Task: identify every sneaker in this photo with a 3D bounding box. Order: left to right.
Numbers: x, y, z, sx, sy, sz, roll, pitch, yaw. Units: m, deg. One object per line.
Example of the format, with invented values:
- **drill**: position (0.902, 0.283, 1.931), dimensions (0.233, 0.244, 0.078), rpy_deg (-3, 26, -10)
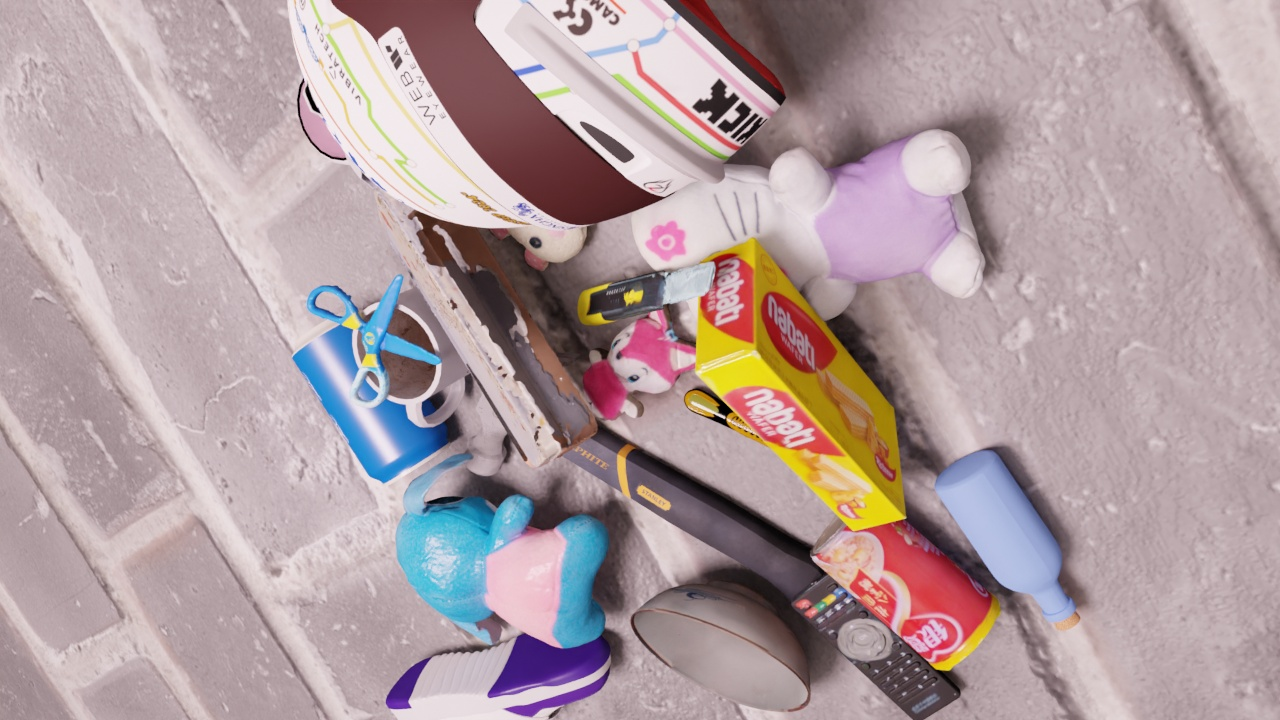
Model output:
- **sneaker**: position (-0.120, 0.327, 0.856), dimensions (0.245, 0.091, 0.111), rpy_deg (-20, 104, 27)

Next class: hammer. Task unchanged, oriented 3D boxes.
- **hammer**: position (0.003, 0.104, 0.748), dimensions (0.312, 0.035, 0.140), rpy_deg (30, 117, 12)

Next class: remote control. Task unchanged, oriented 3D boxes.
- **remote control**: position (0.179, 0.217, 0.701), dimensions (0.140, 0.021, 0.045), rpy_deg (43, 113, -6)

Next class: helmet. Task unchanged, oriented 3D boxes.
- **helmet**: position (-0.085, -0.193, 0.550), dimensions (0.236, 0.230, 0.314), rpy_deg (-37, 69, 22)

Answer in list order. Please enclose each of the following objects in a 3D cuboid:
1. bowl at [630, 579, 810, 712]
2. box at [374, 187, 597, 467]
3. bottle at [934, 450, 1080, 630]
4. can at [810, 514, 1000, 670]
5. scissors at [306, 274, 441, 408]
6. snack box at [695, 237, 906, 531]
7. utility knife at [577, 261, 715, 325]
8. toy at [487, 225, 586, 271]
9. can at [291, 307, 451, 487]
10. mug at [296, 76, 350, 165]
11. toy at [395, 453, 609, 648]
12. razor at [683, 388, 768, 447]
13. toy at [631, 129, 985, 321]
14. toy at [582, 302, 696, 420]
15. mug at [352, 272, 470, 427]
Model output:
- **bowl**: position (0.071, 0.217, 0.732), dimensions (0.151, 0.056, 0.151), rpy_deg (20, 146, 14)
- **box**: position (-0.113, -0.023, 0.664), dimensions (0.071, 0.157, 0.216), rpy_deg (-32, 86, -3)
- **bottle**: position (0.257, 0.127, 0.628), dimensions (0.048, 0.047, 0.131), rpy_deg (-33, 93, 31)
- **can**: position (0.188, 0.157, 0.660), dimensions (0.124, 0.066, 0.067), rpy_deg (41, 120, 6)
- **scissors**: position (-0.205, -0.013, 0.697), dimensions (0.125, 0.014, 0.131), rpy_deg (19, 119, 19)
- **snack box**: position (0.105, 0.021, 0.580), dimensions (0.042, 0.092, 0.200), rpy_deg (-21, 133, 30)
- **utility knife**: position (0.000, -0.045, 0.616), dimensions (0.234, 0.020, 0.029), rpy_deg (174, 95, -68)
- **toy**: position (-0.075, -0.116, 0.696), dimensions (0.113, 0.050, 0.087), rpy_deg (-38, 90, 36)
- **can**: position (-0.235, 0.031, 0.804), dimensions (0.079, 0.078, 0.146), rpy_deg (-29, 95, 30)
- **mug**: position (-0.215, -0.211, 0.706), dimensions (0.090, 0.076, 0.124), rpy_deg (-6, 106, 27)
- **toy**: position (-0.118, 0.186, 0.788), dimensions (0.192, 0.098, 0.224), rpy_deg (10, 125, 19)
- **razor**: position (0.097, 0.057, 0.692), dimensions (0.144, 0.021, 0.044), rpy_deg (26, 93, 15)
- **toy**: position (0.105, -0.086, 0.591), dimensions (0.210, 0.085, 0.138), rpy_deg (-9, 136, 21)
- **toy**: position (-0.004, 0.004, 0.693), dimensions (0.102, 0.050, 0.065), rpy_deg (-40, 83, 12)
- **mug**: position (-0.169, -0.003, 0.750), dimensions (0.083, 0.096, 0.120), rpy_deg (11, 113, 21)
